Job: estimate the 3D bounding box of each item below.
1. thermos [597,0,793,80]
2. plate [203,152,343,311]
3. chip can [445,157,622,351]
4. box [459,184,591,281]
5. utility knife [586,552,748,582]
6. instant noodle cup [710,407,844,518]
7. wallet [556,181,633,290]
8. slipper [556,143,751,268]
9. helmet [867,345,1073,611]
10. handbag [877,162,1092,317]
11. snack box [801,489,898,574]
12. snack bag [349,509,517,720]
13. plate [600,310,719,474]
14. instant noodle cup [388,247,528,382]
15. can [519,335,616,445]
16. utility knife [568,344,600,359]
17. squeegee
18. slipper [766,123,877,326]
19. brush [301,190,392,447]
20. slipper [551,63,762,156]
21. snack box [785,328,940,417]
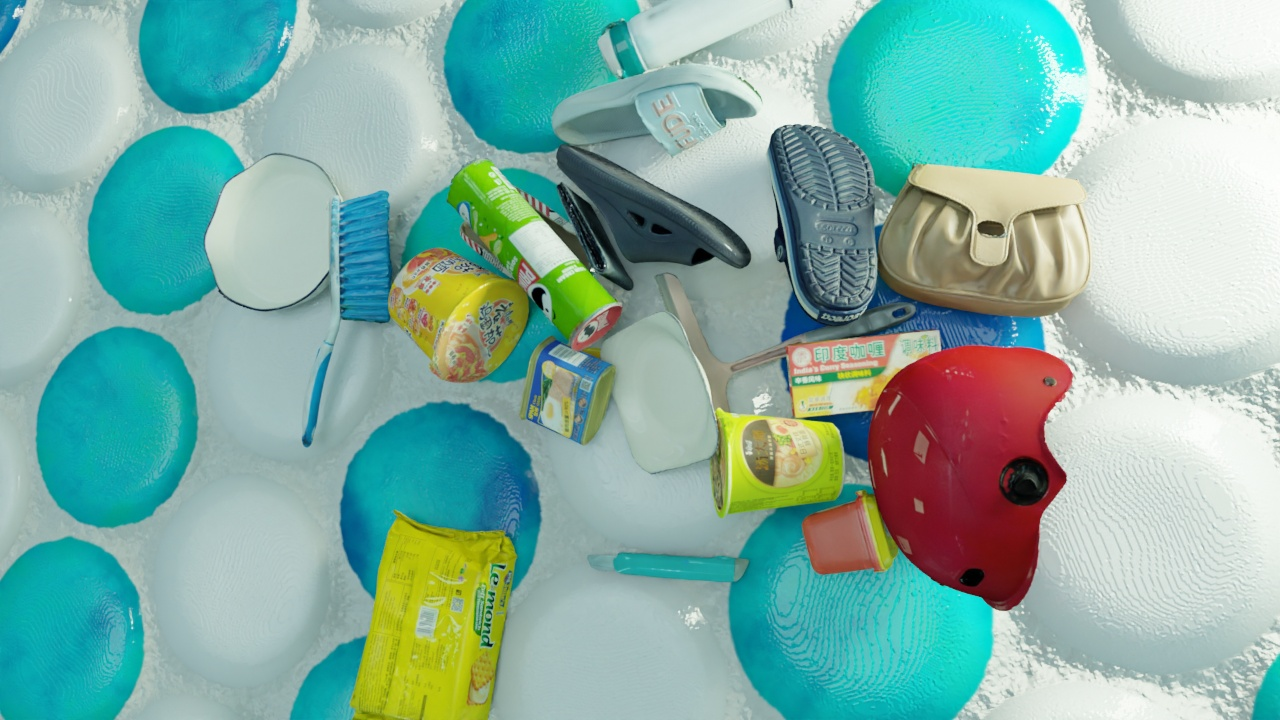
[{"bbox_3d":[0.059,-0.395,1.062,0.224,0.073,0.073,-21,77,12],"label":"thermos"},{"bbox_3d":[-0.464,-0.161,1.184,0.205,0.045,0.204,-2,82,16],"label":"plate"},{"bbox_3d":[-0.119,-0.119,1.010,0.072,0.072,0.236,-43,75,6],"label":"chip can"},{"bbox_3d":[-0.136,-0.137,1.073,0.162,0.076,0.086,35,61,13],"label":"box"},{"bbox_3d":[0.028,0.225,1.010,0.183,0.013,0.029,1,79,14],"label":"utility knife"},{"bbox_3d":[0.140,0.104,0.940,0.123,0.112,0.111,-1,81,-4],"label":"instant noodle cup"},{"bbox_3d":[-0.051,-0.139,1.040,0.019,0.097,0.120,-29,76,11],"label":"wallet"},{"bbox_3d":[0.005,-0.156,1.033,0.268,0.110,0.083,34,108,22],"label":"slipper"},{"bbox_3d":[0.282,0.098,0.846,0.144,0.207,0.239,11,79,0],"label":"helmet"},{"bbox_3d":[0.347,-0.124,0.927,0.205,0.100,0.147,9,82,13],"label":"handbag"},{"bbox_3d":[0.211,0.177,0.929,0.080,0.091,0.082,-16,79,20],"label":"snack box"},{"bbox_3d":[-0.238,0.304,1.045,0.158,0.068,0.246,8,83,16],"label":"snack bag"},{"bbox_3d":[0.028,0.034,0.989,0.165,0.034,0.163,-23,84,55],"label":"plate"},{"bbox_3d":[-0.215,-0.059,1.060,0.110,0.138,0.138,35,92,25],"label":"instant noodle cup"},{"bbox_3d":[-0.081,0.035,1.030,0.083,0.057,0.102,24,121,14],"label":"can"},{"bbox_3d":[-0.006,0.006,1.049,0.202,0.015,0.033,7,106,15],"label":"utility knife"},{"bbox_3d":[0.173,-0.016,0.992,0.250,0.040,0.247,-19,93,7],"label":"squeegee"},{"bbox_3d":[0.193,-0.141,0.976,0.105,0.095,0.252,0,59,-9],"label":"slipper"},{"bbox_3d":[-0.360,-0.050,1.123,0.109,0.060,0.314,-1,95,-15],"label":"brush"},{"bbox_3d":[0.014,-0.274,1.042,0.246,0.104,0.074,-6,78,19],"label":"slipper"},{"bbox_3d":[0.234,0.014,0.957,0.156,0.027,0.077,-6,94,5],"label":"snack box"}]
